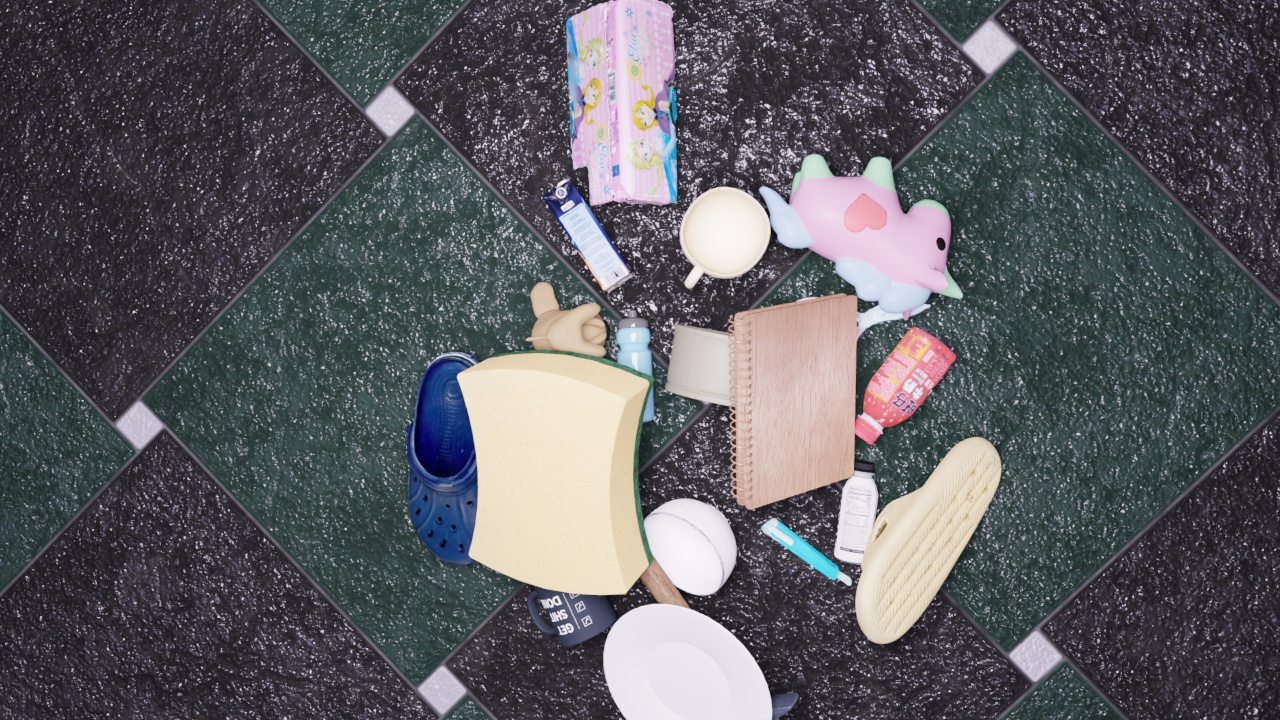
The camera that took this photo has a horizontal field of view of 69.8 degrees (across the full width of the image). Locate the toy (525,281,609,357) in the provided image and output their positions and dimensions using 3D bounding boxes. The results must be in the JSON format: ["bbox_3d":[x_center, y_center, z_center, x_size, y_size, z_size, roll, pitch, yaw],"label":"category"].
[{"bbox_3d":[-0.083,-0.030,1.050,0.105,0.108,0.134,-8,91,-12],"label":"toy"}]

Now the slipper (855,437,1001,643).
[{"bbox_3d":[0.306,0.189,1.029,0.261,0.079,0.111,-50,125,-13],"label":"slipper"}]

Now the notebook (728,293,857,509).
[{"bbox_3d":[0.164,0.043,0.985,0.168,0.022,0.210,-12,107,-32],"label":"notebook"}]

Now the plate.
[{"bbox_3d":[0.052,0.367,1.040,0.209,0.015,0.209,10,112,26],"label":"plate"}]

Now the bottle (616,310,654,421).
[{"bbox_3d":[-0.006,0.006,1.073,0.040,0.040,0.130,-3,91,4],"label":"bottle"}]

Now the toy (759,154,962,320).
[{"bbox_3d":[0.242,-0.135,1.011,0.222,0.120,0.171,2,75,-4],"label":"toy"}]

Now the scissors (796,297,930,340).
[{"bbox_3d":[0.248,-0.059,1.066,0.179,0.016,0.105,-31,89,5],"label":"scissors"}]

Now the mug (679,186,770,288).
[{"bbox_3d":[0.087,-0.131,1.032,0.096,0.099,0.120,35,96,1],"label":"mug"}]

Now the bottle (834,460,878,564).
[{"bbox_3d":[0.251,0.173,1.058,0.041,0.041,0.116,7,92,4],"label":"bottle"}]

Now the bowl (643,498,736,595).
[{"bbox_3d":[0.063,0.205,1.051,0.113,0.063,0.114,23,131,29],"label":"bowl"}]

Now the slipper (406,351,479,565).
[{"bbox_3d":[-0.225,0.117,1.062,0.105,0.095,0.253,1,94,5],"label":"slipper"}]

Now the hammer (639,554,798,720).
[{"bbox_3d":[0.047,0.290,1.046,0.130,0.040,0.321,-37,88,37],"label":"hammer"}]

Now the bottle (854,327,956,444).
[{"bbox_3d":[0.292,0.033,1.041,0.062,0.062,0.137,37,95,2],"label":"bottle"}]

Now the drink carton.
[{"bbox_3d":[-0.060,-0.143,1.061,0.040,0.064,0.130,-34,90,2],"label":"drink carton"}]

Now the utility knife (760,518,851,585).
[{"bbox_3d":[0.197,0.229,1.078,0.124,0.015,0.022,38,107,0],"label":"utility knife"}]

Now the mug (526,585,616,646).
[{"bbox_3d":[-0.089,0.287,1.079,0.105,0.071,0.077,-26,89,31],"label":"mug"}]

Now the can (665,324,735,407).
[{"bbox_3d":[0.094,0.007,1.022,0.128,0.127,0.073,11,94,4],"label":"can"}]

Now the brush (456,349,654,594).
[{"bbox_3d":[-0.089,0.119,0.992,0.195,0.075,0.250,8,109,22],"label":"brush"}]

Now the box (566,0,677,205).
[{"bbox_3d":[-0.022,-0.294,1.071,0.086,0.106,0.230,-3,92,-39],"label":"box"}]
